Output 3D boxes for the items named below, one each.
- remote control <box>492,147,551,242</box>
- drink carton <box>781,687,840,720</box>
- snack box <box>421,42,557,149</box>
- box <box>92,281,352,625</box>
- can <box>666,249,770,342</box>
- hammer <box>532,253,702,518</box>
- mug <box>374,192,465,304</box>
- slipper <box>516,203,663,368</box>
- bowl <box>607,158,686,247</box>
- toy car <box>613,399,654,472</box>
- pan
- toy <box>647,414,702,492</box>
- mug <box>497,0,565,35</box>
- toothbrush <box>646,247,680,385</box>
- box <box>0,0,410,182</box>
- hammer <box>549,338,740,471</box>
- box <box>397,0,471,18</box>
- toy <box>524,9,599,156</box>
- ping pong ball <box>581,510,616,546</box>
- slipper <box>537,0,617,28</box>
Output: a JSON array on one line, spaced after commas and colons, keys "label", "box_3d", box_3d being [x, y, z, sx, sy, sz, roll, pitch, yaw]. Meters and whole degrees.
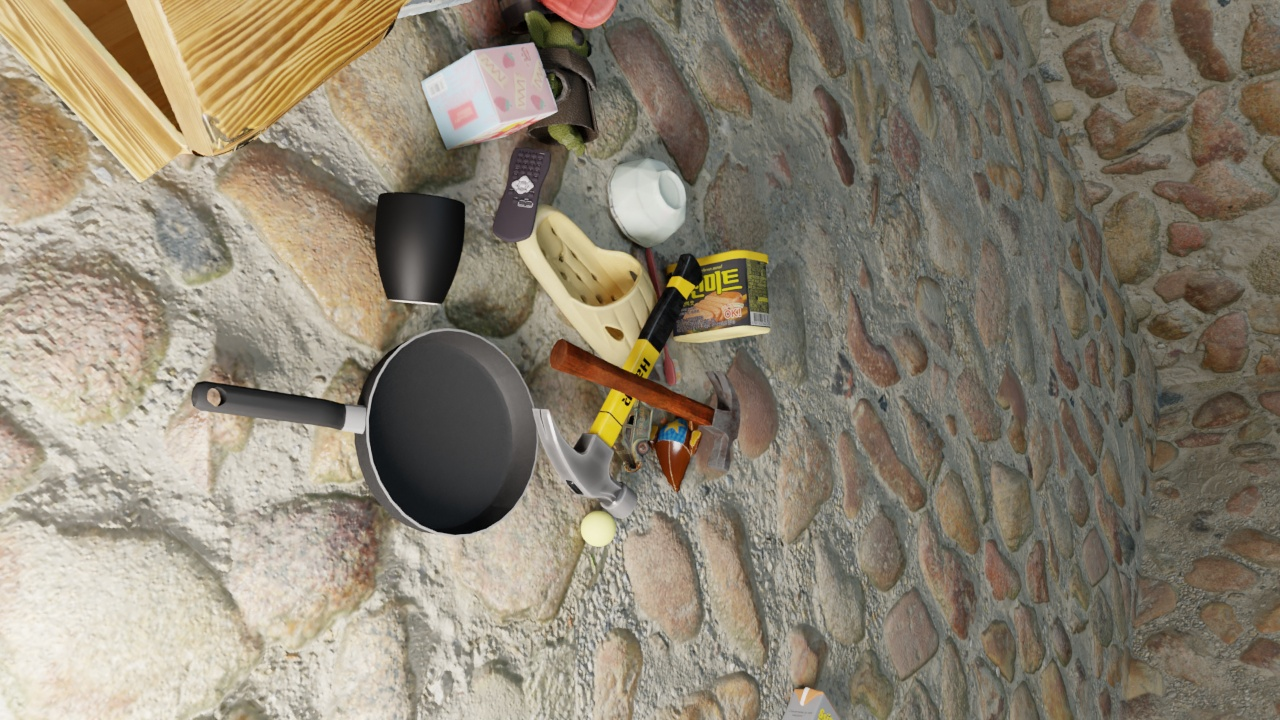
[{"label": "remote control", "box_3d": [-0.134, -0.187, 1.031, 0.009, 0.046, 0.124, 84, 16, -67]}, {"label": "drink carton", "box_3d": [0.224, 0.524, 1.263, 0.076, 0.049, 0.124, 59, 45, -21]}, {"label": "snack box", "box_3d": [-0.160, -0.282, 0.982, 0.094, 0.093, 0.079, -31, 105, -47]}, {"label": "box", "box_3d": [-0.422, -0.043, 0.495, 0.467, 0.138, 0.214, 29, 55, -2]}, {"label": "can", "box_3d": [0.103, -0.081, 1.203, 0.072, 0.131, 0.101, 2, 82, -48]}, {"label": "hammer", "box_3d": [-0.006, 0.006, 1.051, 0.170, 0.034, 0.323, 46, 60, -35]}, {"label": "mug", "box_3d": [-0.212, -0.106, 0.908, 0.118, 0.085, 0.100, 1, 93, -78]}, {"label": "slipper", "box_3d": [-0.041, -0.084, 1.085, 0.261, 0.079, 0.111, 46, 55, -31]}, {"label": "bowl", "box_3d": [0.019, -0.210, 1.184, 0.117, 0.061, 0.117, 17, 66, -43]}, {"label": "toy car", "box_3d": [-0.014, 0.076, 1.101, 0.047, 0.047, 0.111, 17, 73, -25]}, {"label": "pan", "box_3d": [-0.241, 0.059, 0.854, 0.355, 0.044, 0.204, 14, 71, -46]}, {"label": "toy", "box_3d": [0.052, 0.112, 1.177, 0.090, 0.071, 0.103, -55, 145, -54]}, {"label": "mug", "box_3d": [-0.130, -0.446, 1.074, 0.115, 0.080, 0.107, -44, 118, -72]}, {"label": "toothbrush", "box_3d": [0.028, -0.059, 1.202, 0.015, 0.015, 0.184, -8, 87, -49]}, {"label": "box", "box_3d": [-0.307, -0.316, 0.708, 0.269, 0.265, 0.278, 55, 45, -26]}, {"label": "hammer", "box_3d": [0.015, 0.037, 1.031, 0.300, 0.028, 0.111, 24, 73, -43]}, {"label": "box", "box_3d": [-0.264, -0.452, 0.957, 0.208, 0.038, 0.190, -41, 104, -45]}, {"label": "toy", "box_3d": [-0.089, -0.317, 1.064, 0.179, 0.078, 0.152, 2, 84, -77]}, {"label": "ping pong ball", "box_3d": [-0.048, 0.191, 1.042, 0.040, 0.040, 0.040, 13, 72, -46]}, {"label": "slipper", "box_3d": [-0.125, -0.458, 0.987, 0.248, 0.059, 0.103, 36, 84, -17]}]
